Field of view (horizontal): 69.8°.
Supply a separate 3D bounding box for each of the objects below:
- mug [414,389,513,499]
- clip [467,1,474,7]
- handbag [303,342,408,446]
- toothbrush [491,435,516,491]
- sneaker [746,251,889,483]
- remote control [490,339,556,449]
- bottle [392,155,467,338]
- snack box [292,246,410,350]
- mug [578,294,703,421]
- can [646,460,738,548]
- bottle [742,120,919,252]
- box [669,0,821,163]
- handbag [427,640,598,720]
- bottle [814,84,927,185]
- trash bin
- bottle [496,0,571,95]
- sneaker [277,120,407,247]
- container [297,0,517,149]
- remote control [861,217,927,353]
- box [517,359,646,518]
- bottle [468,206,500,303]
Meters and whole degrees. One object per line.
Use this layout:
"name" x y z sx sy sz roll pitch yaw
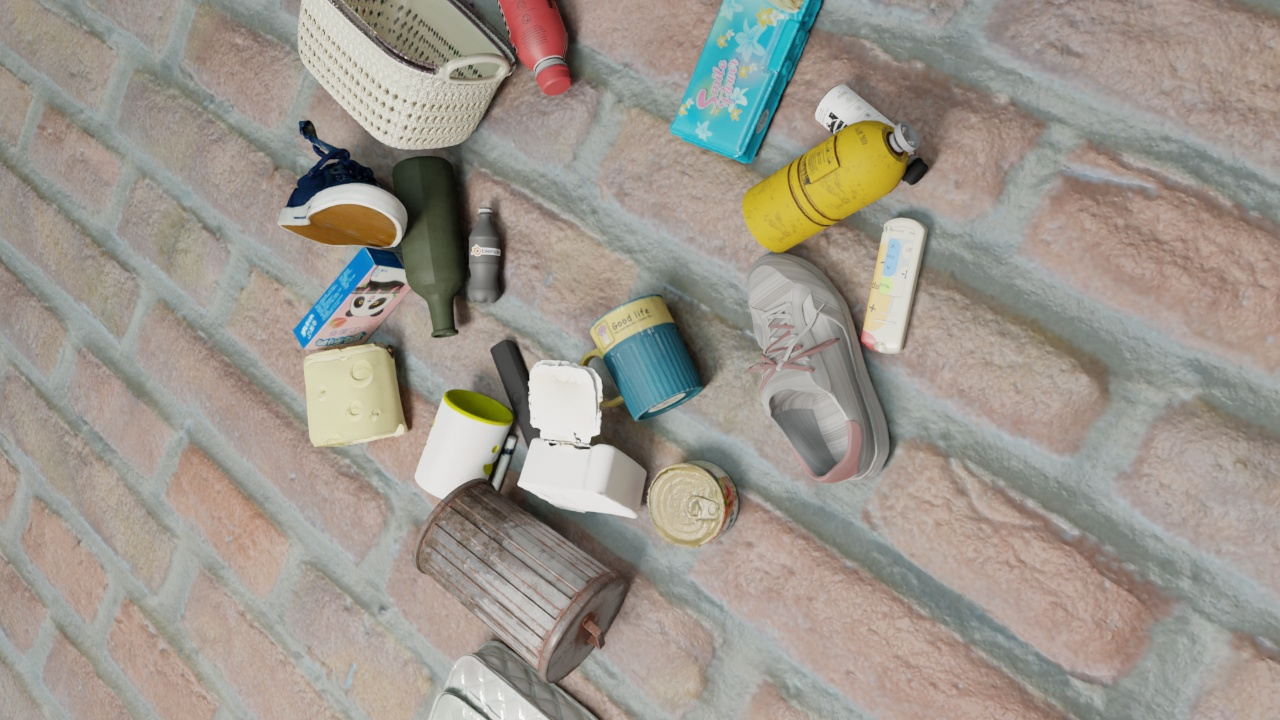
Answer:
"mug" -0.201 0.097 1.044 0.082 0.082 0.106 30 104 25
"clip" -0.220 -0.415 1.098 0.052 0.013 0.033 -46 68 23
"handbag" -0.349 0.041 1.126 0.111 0.081 0.119 -11 81 15
"toothbrush" -0.176 0.174 1.069 0.017 0.012 0.187 23 100 13
"sneaker" 0.147 0.006 0.846 0.099 0.089 0.236 -30 76 34
"remote control" -0.134 0.047 1.045 0.033 0.015 0.146 -29 76 25
"bottle" -0.243 -0.130 1.074 0.072 0.071 0.206 -12 84 28
"snack box" -0.344 -0.072 1.118 0.154 0.087 0.033 -43 70 21
"mug" -0.006 0.005 0.938 0.114 0.083 0.107 -29 80 17
"can" 0.053 0.144 0.927 0.086 0.043 0.086 0 90 28
"bottle" 0.172 -0.161 0.821 0.164 0.070 0.071 -27 76 46
"box" 0.113 -0.315 0.904 0.094 0.039 0.227 28 101 27
"handbag" -0.145 0.417 1.015 0.195 0.072 0.139 29 103 26
"bottle" 0.215 -0.205 0.845 0.116 0.041 0.041 47 110 21
"trash bin" -0.122 0.232 0.968 0.211 0.130 0.131 32 104 23
"bottle" -0.119 -0.378 1.015 0.062 0.062 0.176 -25 78 26
"sneaker" -0.346 -0.207 1.077 0.295 0.120 0.127 11 80 55
"container" -0.270 -0.352 1.032 0.251 0.184 0.144 45 129 17
"remote control" 0.234 -0.069 0.847 0.038 0.018 0.125 14 98 28
"box" -0.069 0.092 0.932 0.112 0.189 0.101 2 47 27
"bottle" -0.180 -0.121 1.059 0.036 0.036 0.110 0 90 28
